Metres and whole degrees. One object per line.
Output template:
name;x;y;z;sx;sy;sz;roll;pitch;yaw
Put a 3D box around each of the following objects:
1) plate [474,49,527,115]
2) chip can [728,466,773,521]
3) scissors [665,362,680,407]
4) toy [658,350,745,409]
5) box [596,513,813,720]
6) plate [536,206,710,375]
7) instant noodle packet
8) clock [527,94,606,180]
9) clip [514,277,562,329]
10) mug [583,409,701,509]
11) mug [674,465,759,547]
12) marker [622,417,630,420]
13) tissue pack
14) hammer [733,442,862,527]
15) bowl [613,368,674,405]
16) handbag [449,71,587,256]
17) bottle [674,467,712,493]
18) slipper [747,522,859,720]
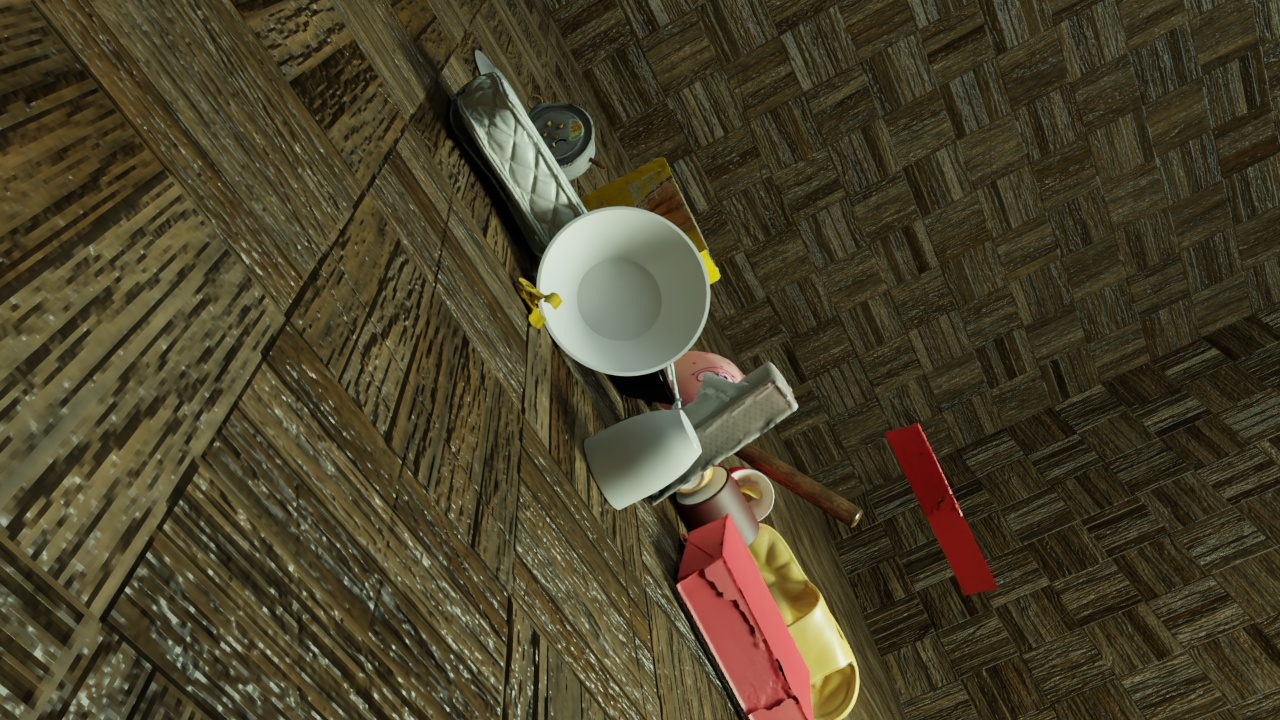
plate;-0.179;-0.354;1.285;0.178;0.012;0.178;60;9;-17
chip can;0.144;0.186;1.296;0.069;0.069;0.220;64;1;6
scissors;0.030;-0.015;1.066;0.176;0.013;0.170;80;-3;-70
toy;0.084;0.045;1.195;0.236;0.192;0.097;-125;-142;-71
box;0.017;0.333;0.905;0.213;0.373;0.148;62;-23;-6
plate;-0.018;-0.067;0.929;0.174;0.173;0.036;64;-13;6
instant noodle packet;-0.004;-0.175;1.279;0.084;0.163;0.221;49;17;-55
clock;-0.115;-0.300;1.222;0.147;0.104;0.056;61;-2;24
clip;-0.096;-0.056;0.861;0.054;0.048;0.046;-72;159;-75
mug;0.011;0.088;0.839;0.071;0.089;0.107;67;10;23
mug;0.083;0.176;1.099;0.082;0.073;0.106;60;-19;-21
marker;0.016;0.073;0.933;0.017;0.017;0.147;61;-20;-15
tissue pack;0.070;0.066;0.956;0.071;0.181;0.103;51;11;-7
hammer;0.198;0.162;1.381;0.301;0.037;0.217;31;-3;21
bowl;-0.006;0.006;1.086;0.124;0.052;0.124;-22;89;-86
handbag;-0.125;-0.200;0.966;0.195;0.072;0.138;58;2;-30
bottle;0.049;0.108;1.083;0.063;0.063;0.108;59;9;-24
slipper;0.190;0.322;1.150;0.263;0.099;0.078;62;-5;23
